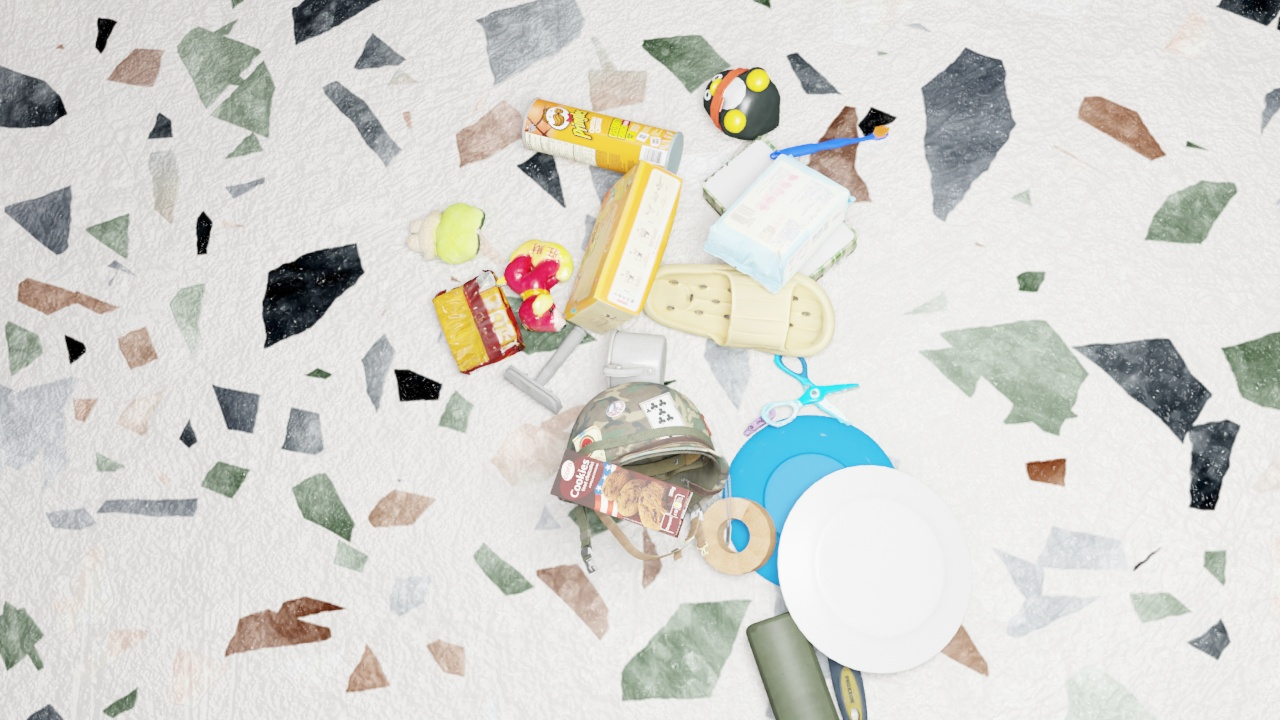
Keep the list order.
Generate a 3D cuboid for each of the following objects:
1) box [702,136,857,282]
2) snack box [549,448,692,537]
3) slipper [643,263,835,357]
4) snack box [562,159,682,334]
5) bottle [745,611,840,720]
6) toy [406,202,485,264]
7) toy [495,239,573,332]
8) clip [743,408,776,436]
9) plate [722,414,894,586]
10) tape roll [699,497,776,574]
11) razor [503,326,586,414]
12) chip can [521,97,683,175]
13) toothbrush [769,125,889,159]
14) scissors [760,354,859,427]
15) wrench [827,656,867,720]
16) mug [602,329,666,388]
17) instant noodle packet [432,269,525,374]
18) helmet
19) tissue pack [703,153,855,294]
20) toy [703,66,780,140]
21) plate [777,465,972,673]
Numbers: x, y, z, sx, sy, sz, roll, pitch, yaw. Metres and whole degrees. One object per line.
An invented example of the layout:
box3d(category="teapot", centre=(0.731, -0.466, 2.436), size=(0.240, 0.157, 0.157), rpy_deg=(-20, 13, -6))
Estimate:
box3d(category="box", centre=(0.185, -0.195, 1.237), size=(0.117, 0.050, 0.205), rpy_deg=(-41, 73, -1))
box3d(category="snack box", centre=(-0.020, 0.142, 0.980), size=(0.141, 0.032, 0.051), rpy_deg=(17, 81, 13))
box3d(category="slipper", centre=(0.118, -0.071, 1.181), size=(0.262, 0.079, 0.111), rpy_deg=(11, 100, 17))
box3d(category="snack box", centre=(-0.019, -0.141, 1.200), size=(0.080, 0.145, 0.195), rpy_deg=(22, 76, -16))
box3d(category="bottle", centre=(0.189, 0.401, 1.069), size=(0.071, 0.071, 0.206), rpy_deg=(-20, 74, 3))
box3d(category="toy", centre=(-0.277, -0.180, 1.305), size=(0.115, 0.046, 0.092), rpy_deg=(1, 75, 16))
box3d(category="toy", centre=(-0.145, -0.105, 1.257), size=(0.105, 0.067, 0.137), rpy_deg=(-1, 70, 0))
box3d(category="clip", centre=(0.151, 0.083, 1.187), size=(0.050, 0.046, 0.014), rpy_deg=(-25, 70, -45))
box3d(category="plate", centre=(0.214, 0.176, 1.148), size=(0.224, 0.024, 0.224), rpy_deg=(-2, 75, 8))
box3d(category="tape roll", centre=(0.119, 0.217, 1.137), size=(0.094, 0.027, 0.094), rpy_deg=(-5, 79, 24))
box3d(category="razor", centre=(-0.114, 0.002, 1.237), size=(0.088, 0.047, 0.116), rpy_deg=(33, 75, 15))
box3d(category="chip can", centre=(-0.053, -0.308, 1.287), size=(0.215, 0.075, 0.075), rpy_deg=(17, 79, 12))
box3d(category="toothbrush", centre=(0.257, -0.294, 1.240), size=(0.182, 0.018, 0.016), rpy_deg=(-14, 66, -15))
box3d(category="scissors", centre=(0.215, 0.035, 1.187), size=(0.134, 0.012, 0.134), rpy_deg=(-12, 66, 0))
box3d(category="wrench", centre=(0.232, 0.305, 1.100), size=(0.073, 0.022, 0.273), rpy_deg=(-12, 81, 3))
box3d(category="mug", centre=(-0.007, 0.007, 1.181), size=(0.070, 0.113, 0.084), rpy_deg=(5, 102, 7))
box3d(category="instant noodle packet", centre=(-0.224, -0.055, 1.267), size=(0.098, 0.040, 0.135), rpy_deg=(-24, 75, 1))
box3d(category="helmet", centre=(0.003, 0.140, 1.096), size=(0.225, 0.192, 0.236), rpy_deg=(-14, 65, 49))
box3d(category="tissue pack", centre=(0.178, -0.177, 1.159), size=(0.112, 0.070, 0.181), rpy_deg=(34, 66, 23))
box3d(category="toy", centre=(0.133, -0.357, 1.265), size=(0.119, 0.099, 0.097), rpy_deg=(38, 103, 38))
box3d(category="plate", centre=(0.282, 0.245, 1.089), size=(0.242, 0.016, 0.242), rpy_deg=(2, 76, -8))
